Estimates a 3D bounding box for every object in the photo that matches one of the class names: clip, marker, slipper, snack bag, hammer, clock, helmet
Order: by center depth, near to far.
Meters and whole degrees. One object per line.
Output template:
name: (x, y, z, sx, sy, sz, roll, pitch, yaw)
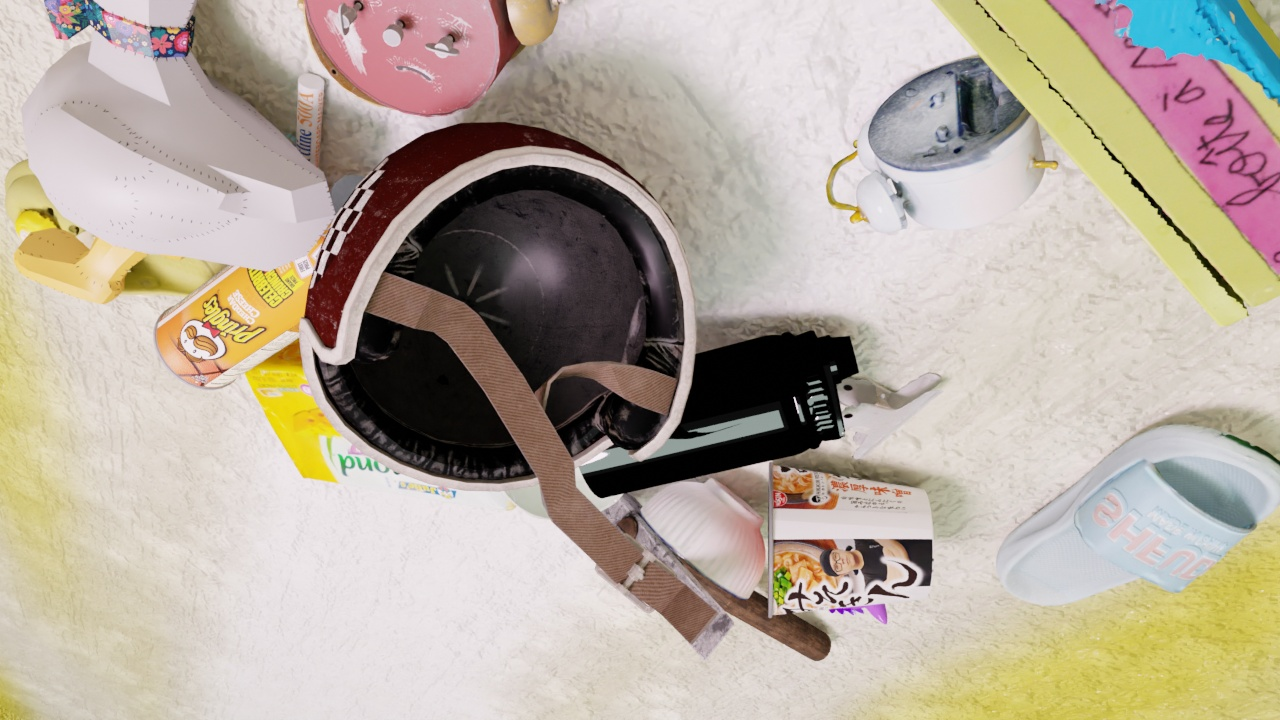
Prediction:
clock: (0.153, -0.110, 0.484, 0.118, 0.083, 0.057, -11, 136, 29)
clock: (-0.108, -0.197, 0.489, 0.159, 0.081, 0.117, -17, 127, 34)
helmet: (-0.074, -0.016, 0.542, 0.233, 0.234, 0.254, 20, -179, -24)
marker: (-0.236, -0.138, 0.650, 0.017, 0.017, 0.146, 23, 138, -4)
slipper: (0.357, 0.133, 0.671, 0.104, 0.074, 0.246, 24, 140, -7)
clip: (0.169, 0.041, 0.672, 0.056, 0.046, 0.102, 16, 139, -16)
slipper: (-0.418, -0.086, 0.729, 0.190, 0.081, 0.092, 22, 141, -7)
snack bag: (-0.222, 0.048, 0.805, 0.247, 0.068, 0.160, 7, 138, 14)
hammer: (0.101, 0.233, 0.827, 0.300, 0.037, 0.218, 37, -179, -33)

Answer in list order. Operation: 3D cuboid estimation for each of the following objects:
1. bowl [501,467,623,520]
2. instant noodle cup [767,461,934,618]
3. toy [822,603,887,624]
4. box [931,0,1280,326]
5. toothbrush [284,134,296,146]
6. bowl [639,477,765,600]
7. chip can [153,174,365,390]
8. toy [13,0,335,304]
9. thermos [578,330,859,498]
bowl: (-0.063, 0.069, 0.757, 0.117, 0.061, 0.117, -5, 116, -10)
instant noodle cup: (0.164, 0.144, 0.732, 0.122, 0.123, 0.124, 0, 136, 8)
toy: (0.186, 0.202, 0.821, 0.088, 0.055, 0.106, -3, 155, 36)
box: (0.223, -0.133, 0.403, 0.221, 0.124, 0.082, 35, 134, -19)
toothbrush: (-0.286, -0.106, 0.704, 0.016, 0.016, 0.181, 29, 139, -10)
bowl: (0.064, 0.142, 0.784, 0.118, 0.118, 0.062, 38, 91, -20)
chip can: (-0.267, -0.053, 0.682, 0.216, 0.075, 0.075, -26, 122, 28)
toy: (-0.299, -0.156, 0.571, 0.246, 0.140, 0.268, 35, 123, -5)
thermos: (0.057, 0.035, 0.651, 0.199, 0.086, 0.086, -15, 130, 15)
